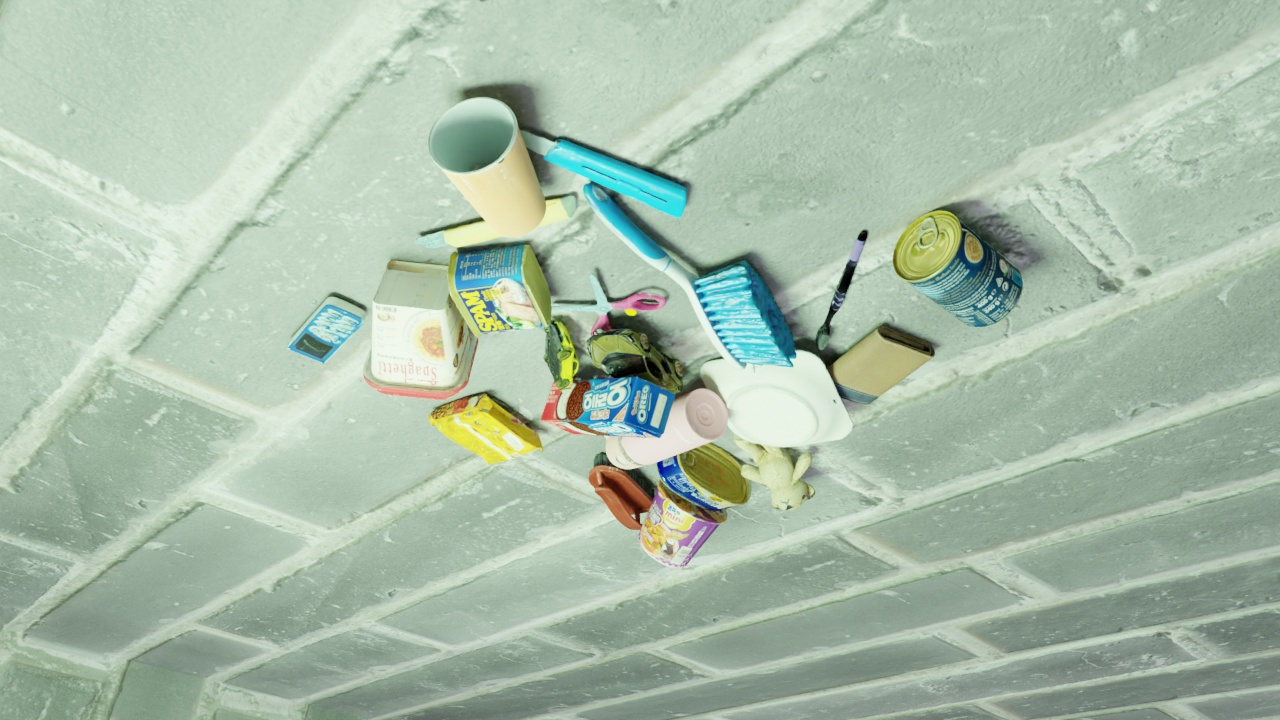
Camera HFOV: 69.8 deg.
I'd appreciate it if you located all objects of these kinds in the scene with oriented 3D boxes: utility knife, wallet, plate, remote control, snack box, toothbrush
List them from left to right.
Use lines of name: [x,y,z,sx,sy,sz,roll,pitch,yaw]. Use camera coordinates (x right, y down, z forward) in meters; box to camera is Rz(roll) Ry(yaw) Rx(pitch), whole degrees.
remote control: [-0.370,-0.036,1.082,0.049,0.024,0.125,28,138,-30]
utility knife: [-0.145,-0.134,0.922,0.184,0.019,0.031,-15,137,15]
utility knife: [-0.037,-0.177,0.852,0.182,0.018,0.034,19,143,-18]
snack box: [-0.043,0.055,1.085,0.057,0.058,0.208,26,164,-29]
plate: [0.161,0.058,1.112,0.165,0.034,0.164,-7,133,32]
toothbrush: [0.214,-0.070,0.981,0.014,0.016,0.189,5,144,-2]
wallet: [0.271,0.006,1.071,0.090,0.033,0.116,18,142,-23]

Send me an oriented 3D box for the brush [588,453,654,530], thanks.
brush: [-0.029,0.192,1.334,0.063,0.069,0.146,-13,142,21]

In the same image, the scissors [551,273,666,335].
scissors: [-0.036,-0.056,1.024,0.133,0.017,0.134,0,148,6]

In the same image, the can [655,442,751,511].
can: [0.088,0.158,1.271,0.148,0.074,0.049,32,140,-32]

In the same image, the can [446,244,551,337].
can: [-0.147,-0.074,0.977,0.083,0.057,0.102,-6,144,11]

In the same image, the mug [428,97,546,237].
mug: [-0.130,-0.166,0.821,0.078,0.078,0.123,-3,157,10]

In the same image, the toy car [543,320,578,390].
toy car: [-0.091,-0.007,1.077,0.032,0.048,0.105,-19,149,-17]

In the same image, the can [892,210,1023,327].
can: [0.311,-0.086,0.894,0.111,0.075,0.076,28,139,-31]

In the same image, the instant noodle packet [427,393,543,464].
instant noodle packet: [-0.203,0.095,1.235,0.111,0.044,0.128,-15,138,35]

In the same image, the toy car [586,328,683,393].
toy car: [-0.006,0.006,1.077,0.070,0.042,0.158,-16,149,26]

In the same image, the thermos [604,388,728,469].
thermos: [0.020,0.085,1.165,0.087,0.067,0.199,47,145,-12]

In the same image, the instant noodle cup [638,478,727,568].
instant noodle cup: [0.054,0.236,1.325,0.111,0.111,0.099,21,111,-23]

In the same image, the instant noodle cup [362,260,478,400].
instant noodle cup: [-0.242,-0.036,1.003,0.116,0.116,0.124,5,134,-1]

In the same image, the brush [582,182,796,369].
brush: [0.061,-0.083,0.950,0.110,0.060,0.314,-11,140,26]

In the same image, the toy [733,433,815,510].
toy: [0.180,0.145,1.250,0.105,0.066,0.157,-22,122,23]
